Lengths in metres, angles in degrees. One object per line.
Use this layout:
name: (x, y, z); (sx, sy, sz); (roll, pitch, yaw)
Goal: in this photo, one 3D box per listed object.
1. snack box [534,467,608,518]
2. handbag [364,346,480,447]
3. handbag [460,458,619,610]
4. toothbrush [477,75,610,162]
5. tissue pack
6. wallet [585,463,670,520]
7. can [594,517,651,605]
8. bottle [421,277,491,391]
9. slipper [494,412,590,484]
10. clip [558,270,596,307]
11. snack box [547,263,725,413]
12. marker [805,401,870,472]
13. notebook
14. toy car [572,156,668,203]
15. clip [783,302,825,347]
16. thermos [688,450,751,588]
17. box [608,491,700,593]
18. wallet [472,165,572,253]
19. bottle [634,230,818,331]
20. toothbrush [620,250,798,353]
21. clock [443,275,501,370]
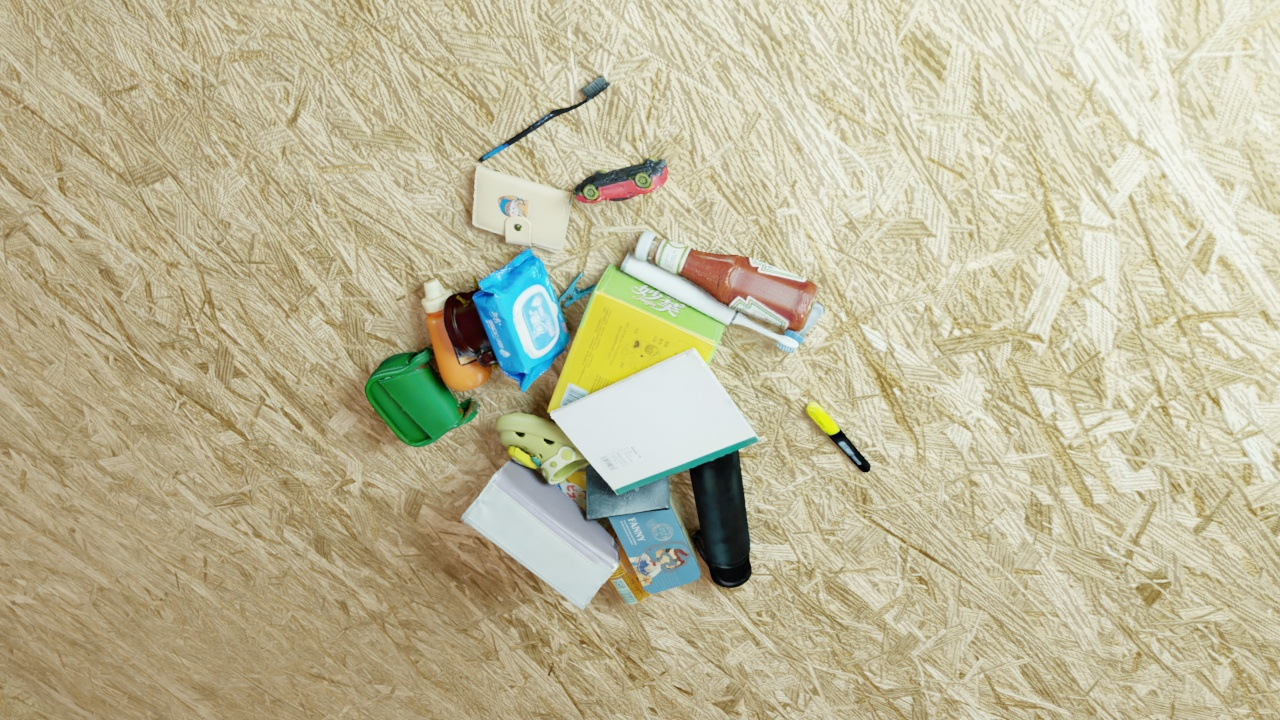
snack box: (-0.107, 0.182, 1.301); (0.141, 0.033, 0.087); (-5, 122, 20)
handbag: (-0.297, 0.047, 1.250); (0.120, 0.067, 0.131); (-22, 115, 22)
handbag: (-0.126, 0.223, 1.212); (0.197, 0.144, 0.098); (39, 100, 0)
toothbrush: (-0.109, -0.258, 0.992); (0.190, 0.014, 0.016); (-21, 115, 31)
tissue pack: (-0.137, -0.046, 1.101); (0.052, 0.094, 0.157); (10, 131, 37)
wallet: (-0.019, 0.157, 1.211); (0.121, 0.097, 0.019); (-12, 152, 21)
can: (-0.035, 0.288, 1.337); (0.058, 0.058, 0.146); (-16, 118, 28)
bottle: (-0.241, -0.036, 1.172); (0.067, 0.066, 0.149); (-8, 114, 23)
slipper: (-0.109, 0.121, 1.201); (0.191, 0.081, 0.091); (12, 168, 17)
clip: (-0.078, -0.084, 1.109); (0.039, 0.013, 0.056); (42, 127, -13)
snack box: (-0.007, 0.007, 1.114); (0.157, 0.069, 0.211); (24, 128, 0)
marker: (0.245, 0.097, 1.131); (0.018, 0.015, 0.124); (-30, 113, 36)
notebook: (0.016, 0.080, 1.102); (0.210, 0.012, 0.150); (-24, 118, 26)
toy car: (-0.022, -0.190, 0.989); (0.106, 0.049, 0.031); (-7, 121, 22)
clip: (0.188, -0.045, 1.046); (0.027, 0.044, 0.058); (36, 123, -8)
thermos: (0.097, 0.197, 1.224); (0.090, 0.068, 0.243); (16, 131, 32)
box: (0.017, 0.235, 1.268); (0.090, 0.059, 0.184); (-21, 120, 8)
wallet: (-0.139, -0.170, 1.060); (0.115, 0.024, 0.087); (16, 130, 5)
bottle: (0.093, -0.093, 1.018); (0.206, 0.059, 0.060); (22, 129, 8)
toothbrush: (0.080, -0.065, 1.048); (0.221, 0.026, 0.026); (28, 141, 4)
clock: (-0.193, -0.039, 1.137); (0.055, 0.081, 0.122); (-17, 116, 21)
